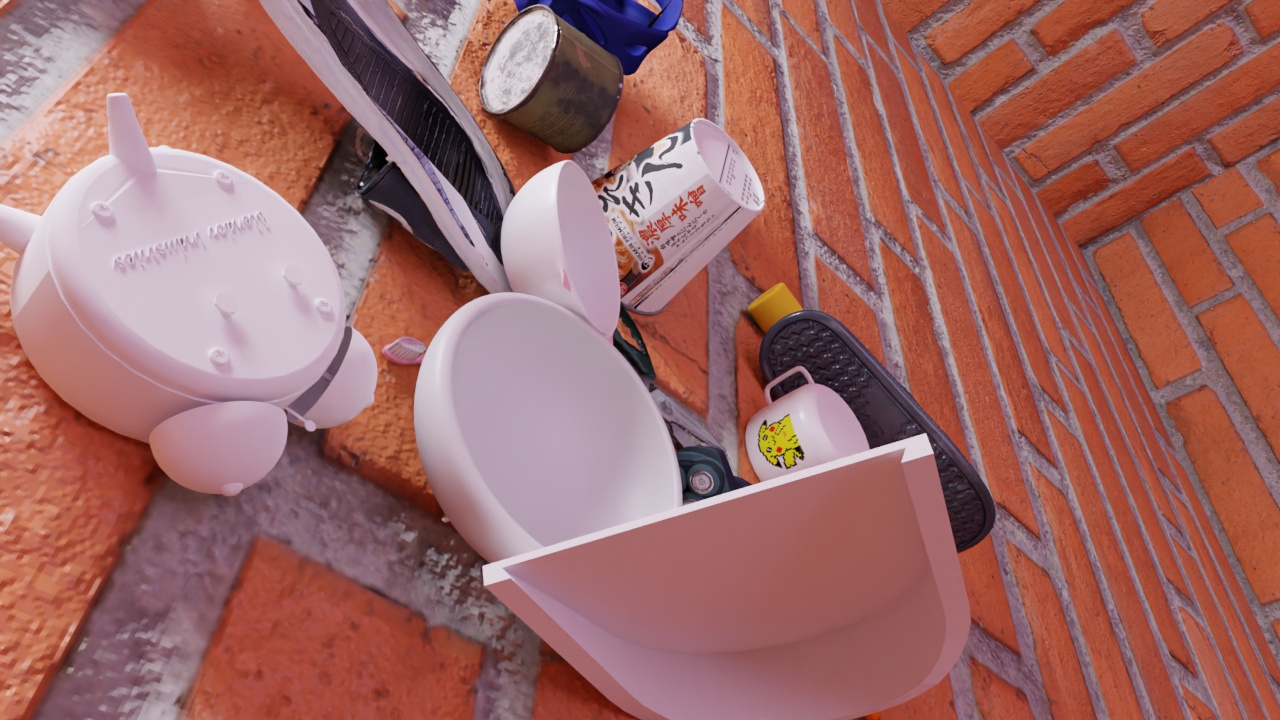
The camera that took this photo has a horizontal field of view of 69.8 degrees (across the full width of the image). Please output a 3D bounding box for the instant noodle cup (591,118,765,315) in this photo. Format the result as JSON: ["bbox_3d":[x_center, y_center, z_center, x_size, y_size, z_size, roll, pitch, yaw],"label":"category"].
[{"bbox_3d":[0.024,-0.119,0.727,0.123,0.122,0.123,34,38,-32],"label":"instant noodle cup"}]

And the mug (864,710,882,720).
[{"bbox_3d":[0.173,0.213,0.684,0.095,0.078,0.113,-31,119,-59],"label":"mug"}]

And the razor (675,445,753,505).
[{"bbox_3d":[0.058,0.093,0.639,0.142,0.047,0.052,31,62,-59],"label":"razor"}]

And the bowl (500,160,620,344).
[{"bbox_3d":[-0.056,-0.068,0.598,0.114,0.051,0.114,-11,90,-75],"label":"bowl"}]

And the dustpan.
[{"bbox_3d":[0.068,0.140,0.465,0.258,0.192,0.053,54,20,-55],"label":"dustpan"}]

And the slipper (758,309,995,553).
[{"bbox_3d":[0.210,0.066,0.847,0.268,0.111,0.083,51,15,0],"label":"slipper"}]

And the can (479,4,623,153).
[{"bbox_3d":[-0.069,-0.219,0.721,0.074,0.090,0.089,22,45,-43],"label":"can"}]

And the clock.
[{"bbox_3d":[-0.190,-0.029,0.399,0.161,0.073,0.125,53,32,-5],"label":"clock"}]

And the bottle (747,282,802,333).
[{"bbox_3d":[0.163,-0.006,0.887,0.143,0.043,0.043,53,32,-6],"label":"bottle"}]

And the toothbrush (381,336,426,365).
[{"bbox_3d":[-0.095,0.005,0.553,0.134,0.016,0.021,15,51,-47],"label":"toothbrush"}]

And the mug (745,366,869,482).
[{"bbox_3d":[0.138,0.062,0.767,0.094,0.068,0.115,14,50,-47],"label":"mug"}]

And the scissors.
[{"bbox_3d":[-0.001,0.003,0.685,0.209,0.015,0.137,38,34,-26],"label":"scissors"}]

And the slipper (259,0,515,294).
[{"bbox_3d":[-0.150,-0.138,0.551,0.264,0.063,0.111,58,22,-43],"label":"slipper"}]

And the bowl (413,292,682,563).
[{"bbox_3d":[-0.058,0.053,0.510,0.176,0.066,0.176,34,38,-32],"label":"bowl"}]

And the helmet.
[{"bbox_3d":[-0.013,-0.352,0.790,0.148,0.228,0.240,43,30,-5],"label":"helmet"}]
